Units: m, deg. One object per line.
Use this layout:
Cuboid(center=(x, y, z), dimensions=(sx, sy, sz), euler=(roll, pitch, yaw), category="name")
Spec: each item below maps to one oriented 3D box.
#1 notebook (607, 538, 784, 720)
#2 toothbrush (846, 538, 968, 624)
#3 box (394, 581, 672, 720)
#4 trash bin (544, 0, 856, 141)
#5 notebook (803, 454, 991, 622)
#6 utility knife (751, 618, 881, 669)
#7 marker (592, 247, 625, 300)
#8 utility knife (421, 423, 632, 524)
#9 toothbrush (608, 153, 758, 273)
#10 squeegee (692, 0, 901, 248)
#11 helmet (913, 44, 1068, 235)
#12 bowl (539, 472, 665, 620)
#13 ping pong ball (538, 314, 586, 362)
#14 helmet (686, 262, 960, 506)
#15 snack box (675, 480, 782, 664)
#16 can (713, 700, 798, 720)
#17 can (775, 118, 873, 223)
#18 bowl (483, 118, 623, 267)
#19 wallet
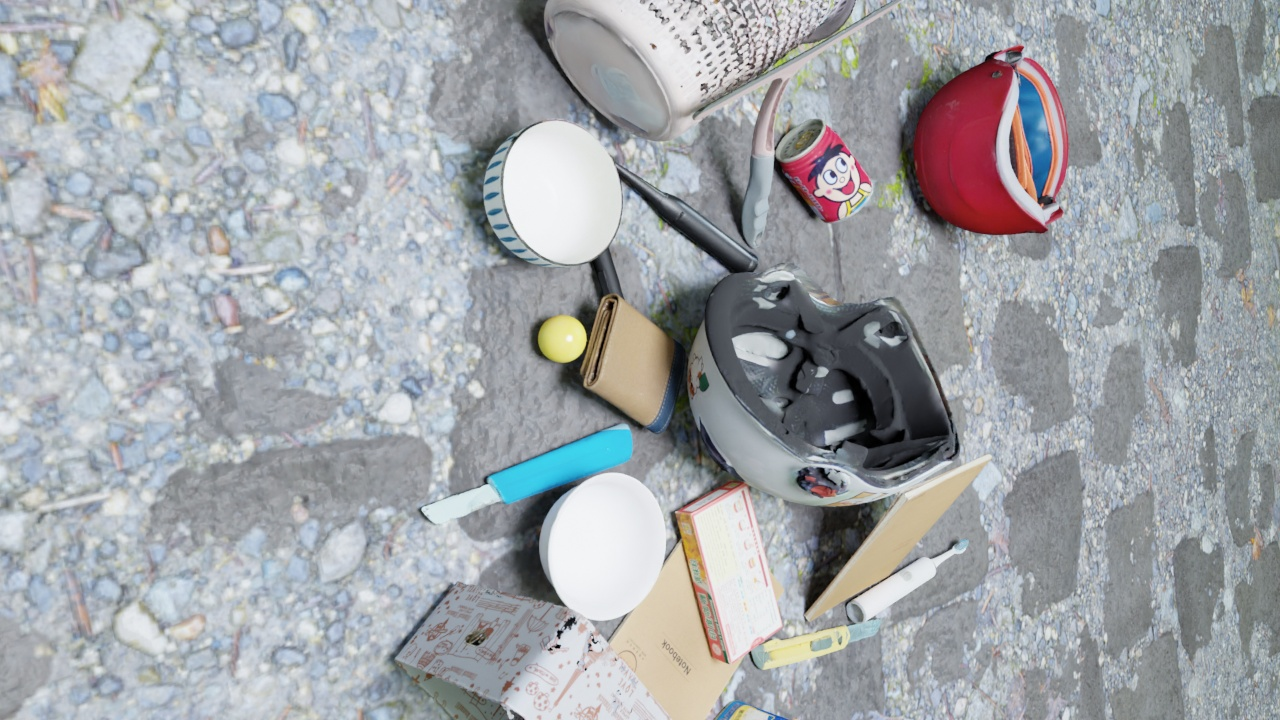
Cuboid(center=(0.051, 0.256, 0.875), dimensions=(0.207, 0.008, 0.148), euler=(-50, 118, -28), category="notebook")
Cuboid(center=(0.319, 0.252, 1.073), dimensions=(0.220, 0.026, 0.026), euler=(-16, 55, -37), category="toothbrush")
Cuboid(center=(-0.109, 0.286, 0.643), dimensions=(0.193, 0.183, 0.157), euler=(-48, 116, -32), category="box")
Cuboid(center=(0.035, -0.299, 0.762), dimensions=(0.192, 0.228, 0.227), euler=(-49, 118, -14), category="trash bin")
Cuboid(center=(0.266, 0.184, 0.952), dimensions=(0.149, 0.012, 0.212), euler=(-14, 142, -38), category="notebook")
Cuboid(center=(0.192, 0.301, 0.984), dimensions=(0.206, 0.021, 0.031), euler=(1, 95, -43), category="utility knife")
Cuboid(center=(-0.042, -0.111, 0.802), dimensions=(0.022, 0.020, 0.132), euler=(-36, 112, -55), category="marker")
Cuboid(center=(-0.087, 0.095, 0.763), dimensions=(0.204, 0.018, 0.034), euler=(-17, 88, -37), category="utility knife")
Cuboid(center=(0.033, -0.139, 0.856), dimensions=(0.212, 0.026, 0.027), euler=(31, 32, -34), category="toothbrush")
Cuboid(center=(0.117, -0.193, 0.838), dimensions=(0.247, 0.250, 0.040), euler=(-35, 66, -24), category="squeegee")
Cuboid(center=(0.409, -0.250, 1.085), dimensions=(0.239, 0.144, 0.207), euler=(-38, 113, -47), category="helmet")
Cuboid(center=(-0.044, 0.151, 0.766), dimensions=(0.118, 0.065, 0.118), euler=(2, 88, -39), category="bowl")
Cuboid(center=(-0.066, -0.018, 0.768), dimensions=(0.040, 0.040, 0.040), euler=(1, 88, -38), category="ping pong ball")
Cuboid(center=(0.149, 0.041, 0.856), dimensions=(0.273, 0.157, 0.229), euler=(7, 51, -25), category="helmet")
Cuboid(center=(0.087, 0.202, 0.880), dimensions=(0.076, 0.027, 0.156), euler=(-22, 102, -36), category="snack box")
Cuboid(center=(0.099, 0.375, 0.862), dimensions=(0.101, 0.083, 0.057), euler=(-36, 110, -33), category="can")
Cuboid(center=(0.191, -0.198, 0.956), dimensions=(0.094, 0.067, 0.066), euler=(44, 64, -28), category="can")
Cuboid(center=(-0.079, -0.131, 0.744), dimensions=(0.116, 0.066, 0.116), euler=(0, 89, -39), category="bowl")
Cuboid(center=(-0.005, 0.005, 0.801), dimensions=(0.115, 0.033, 0.090), euler=(37, 63, -51), category="wallet")
